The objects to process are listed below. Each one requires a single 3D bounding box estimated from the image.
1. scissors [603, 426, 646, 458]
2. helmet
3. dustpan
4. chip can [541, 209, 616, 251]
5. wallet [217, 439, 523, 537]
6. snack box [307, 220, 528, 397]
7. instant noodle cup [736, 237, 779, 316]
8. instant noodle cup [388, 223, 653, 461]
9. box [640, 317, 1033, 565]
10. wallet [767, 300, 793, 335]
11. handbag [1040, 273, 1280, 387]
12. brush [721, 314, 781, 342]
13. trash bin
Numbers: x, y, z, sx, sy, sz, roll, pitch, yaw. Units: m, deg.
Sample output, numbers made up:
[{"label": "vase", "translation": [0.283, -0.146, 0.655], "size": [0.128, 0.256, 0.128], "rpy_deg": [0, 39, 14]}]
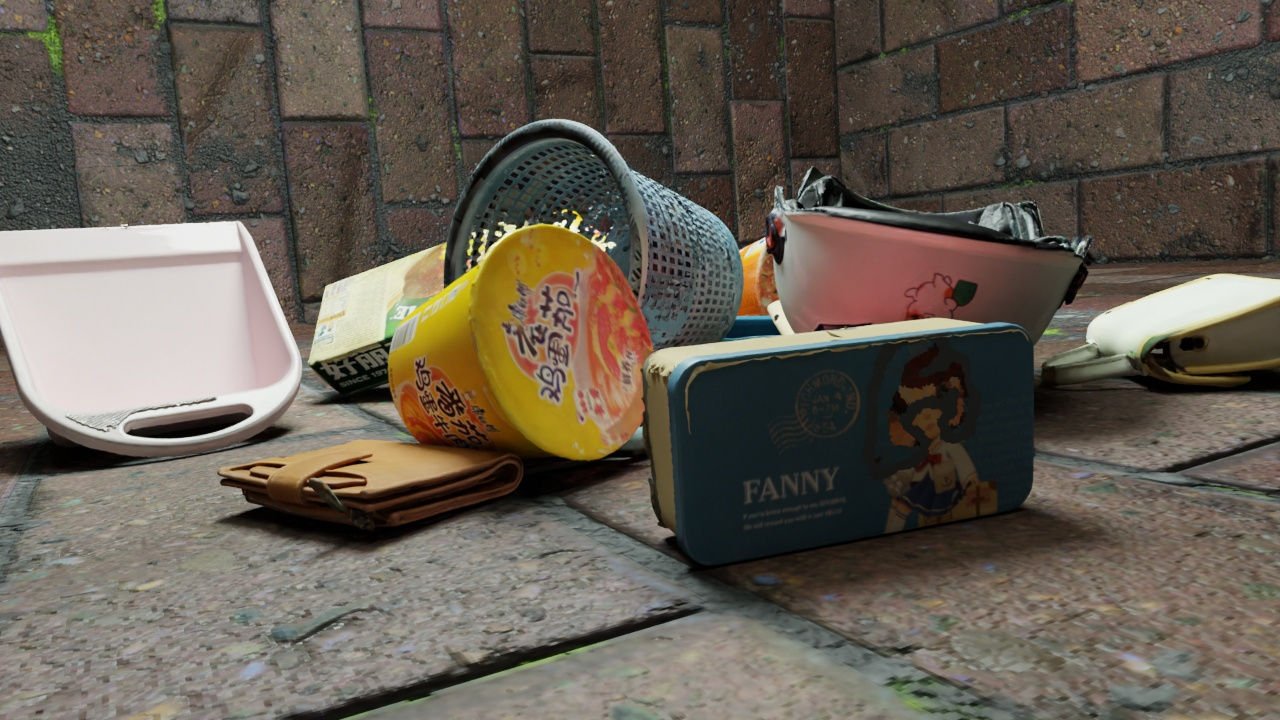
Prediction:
[{"label": "scissors", "translation": [0.003, 0.041, 0.652], "size": [0.179, 0.019, 0.170], "rpy_deg": [-8, 7, -21]}, {"label": "helmet", "translation": [0.203, -0.050, 0.703], "size": [0.230, 0.157, 0.273], "rpy_deg": [10, 19, 6]}, {"label": "dustpan", "translation": [-0.402, -0.034, 0.765], "size": [0.222, 0.273, 0.139], "rpy_deg": [-13, -14, -37]}, {"label": "chip can", "translation": [-0.025, -0.082, 0.988], "size": [0.213, 0.072, 0.071], "rpy_deg": [40, 31, 28]}, {"label": "wallet", "translation": [-0.151, 0.066, 0.495], "size": [0.131, 0.035, 0.118], "rpy_deg": [1, 2, 36]}, {"label": "snack box", "translation": [-0.212, -0.054, 0.928], "size": [0.240, 0.063, 0.114], "rpy_deg": [-17, 48, 13]}, {"label": "instant noodle cup", "translation": [0.154, -0.071, 1.004], "size": [0.151, 0.151, 0.112], "rpy_deg": [-8, -1, -30]}, {"label": "instant noodle cup", "translation": [-0.077, 0.001, 0.554], "size": [0.110, 0.138, 0.137], "rpy_deg": [-19, -5, 41]}, {"label": "box", "translation": [0.081, 0.030, 0.400], "size": [0.184, 0.090, 0.059], "rpy_deg": [-9, 9, -19]}, {"label": "wallet", "translation": [0.171, -0.016, 0.818], "size": [0.087, 0.024, 0.115], "rpy_deg": [-3, 35, -12]}, {"label": "handbag", "translation": [0.402, -0.009, 0.718], "size": [0.179, 0.063, 0.163], "rpy_deg": [-18, 3, 14]}, {"label": "brush", "translation": [0.122, -0.015, 0.872], "size": [0.144, 0.055, 0.073], "rpy_deg": [0, 8, 0]}, {"label": "trash bin", "translation": [-0.022, -0.072, 0.787], "size": [0.227, 0.226, 0.194], "rpy_deg": [2, -1, 41]}]
